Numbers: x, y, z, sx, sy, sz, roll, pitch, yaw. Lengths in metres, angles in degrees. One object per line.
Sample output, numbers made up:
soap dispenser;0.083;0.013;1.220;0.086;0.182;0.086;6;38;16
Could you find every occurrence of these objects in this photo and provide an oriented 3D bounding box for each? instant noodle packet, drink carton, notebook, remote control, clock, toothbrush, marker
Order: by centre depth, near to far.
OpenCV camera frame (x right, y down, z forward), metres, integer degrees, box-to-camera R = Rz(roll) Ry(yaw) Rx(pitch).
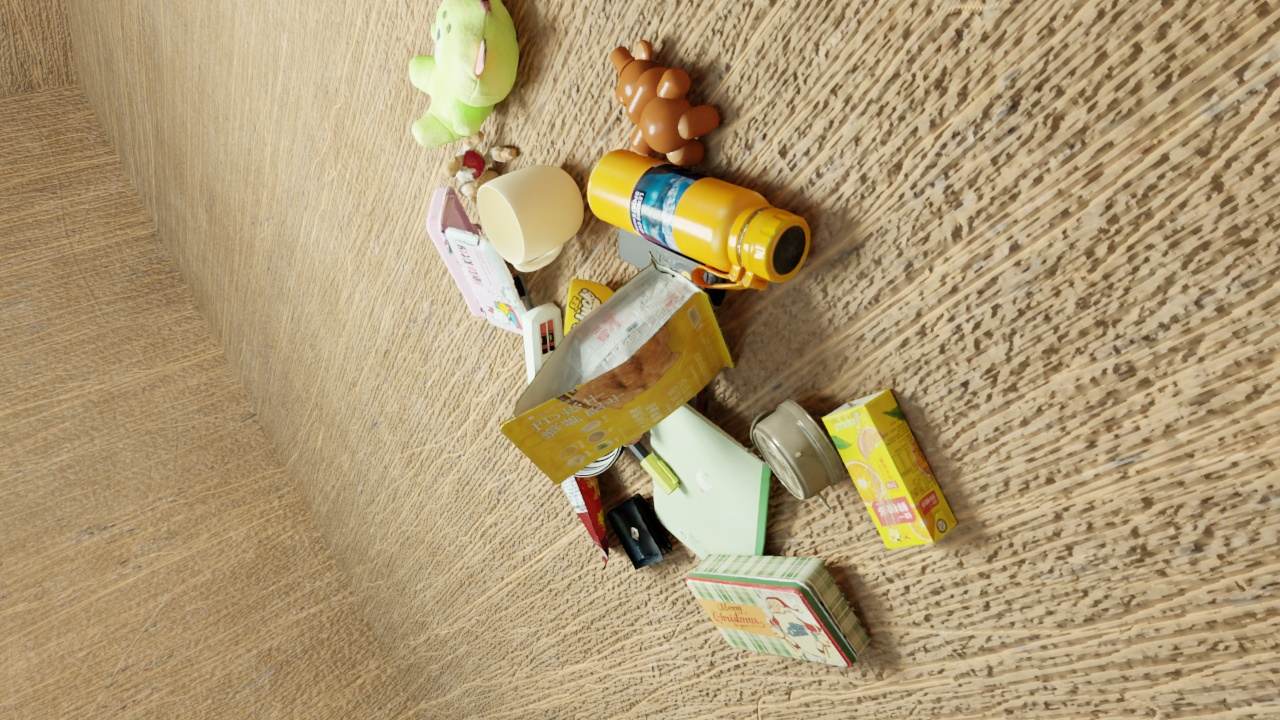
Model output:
drink carton;0.220;0.098;0.812;0.059;0.042;0.134;-27;89;56
clock;0.138;0.082;0.884;0.093;0.054;0.141;60;172;-27
instant noodle packet;-0.026;0.022;0.894;0.084;0.221;0.163;46;173;28
remote control;0.032;-0.101;0.959;0.152;0.020;0.041;32;134;38
notebook;0.075;0.155;1.049;0.182;0.010;0.253;37;146;35
marker;0.000;0.106;1.084;0.124;0.017;0.021;48;119;14
remote control;-0.124;-0.007;1.206;0.024;0.049;0.144;32;136;40
toothbrush;-0.141;-0.038;1.246;0.013;0.013;0.167;5;118;54

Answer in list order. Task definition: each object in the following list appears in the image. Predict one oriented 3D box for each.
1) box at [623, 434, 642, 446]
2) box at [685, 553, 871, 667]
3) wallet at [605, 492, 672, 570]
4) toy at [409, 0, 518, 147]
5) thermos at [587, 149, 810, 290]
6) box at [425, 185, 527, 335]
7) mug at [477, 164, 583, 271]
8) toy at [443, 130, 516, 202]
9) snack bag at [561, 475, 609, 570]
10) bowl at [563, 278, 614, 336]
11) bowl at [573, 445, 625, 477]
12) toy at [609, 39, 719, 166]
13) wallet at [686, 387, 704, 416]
box;-0.004;0.006;1.031;0.042;0.082;0.187;29;131;38
box;0.145;0.272;1.007;0.206;0.051;0.117;-12;112;57
wallet;-0.002;0.226;1.211;0.089;0.026;0.115;60;152;7
toy;-0.195;-0.337;1.048;0.197;0.107;0.150;-24;68;48
thermos;0.051;-0.129;0.861;0.233;0.076;0.091;29;135;41
box;-0.211;-0.115;1.172;0.146;0.077;0.202;57;171;32
mug;-0.116;-0.162;1.048;0.096;0.099;0.120;33;142;41
toy;-0.204;-0.228;1.151;0.074;0.085;0.106;28;163;0
snack bag;-0.085;0.182;1.255;0.139;0.066;0.208;-176;68;-82
bowl;-0.049;-0.034;1.052;0.117;0.067;0.117;16;-102;-89
bowl;-0.066;0.081;1.159;0.120;0.066;0.120;4;101;21
toy;0.016;-0.244;0.860;0.127;0.065;0.095;59;140;23
wallet;0.044;0.039;1.033;0.072;0.019;0.123;30;134;41
